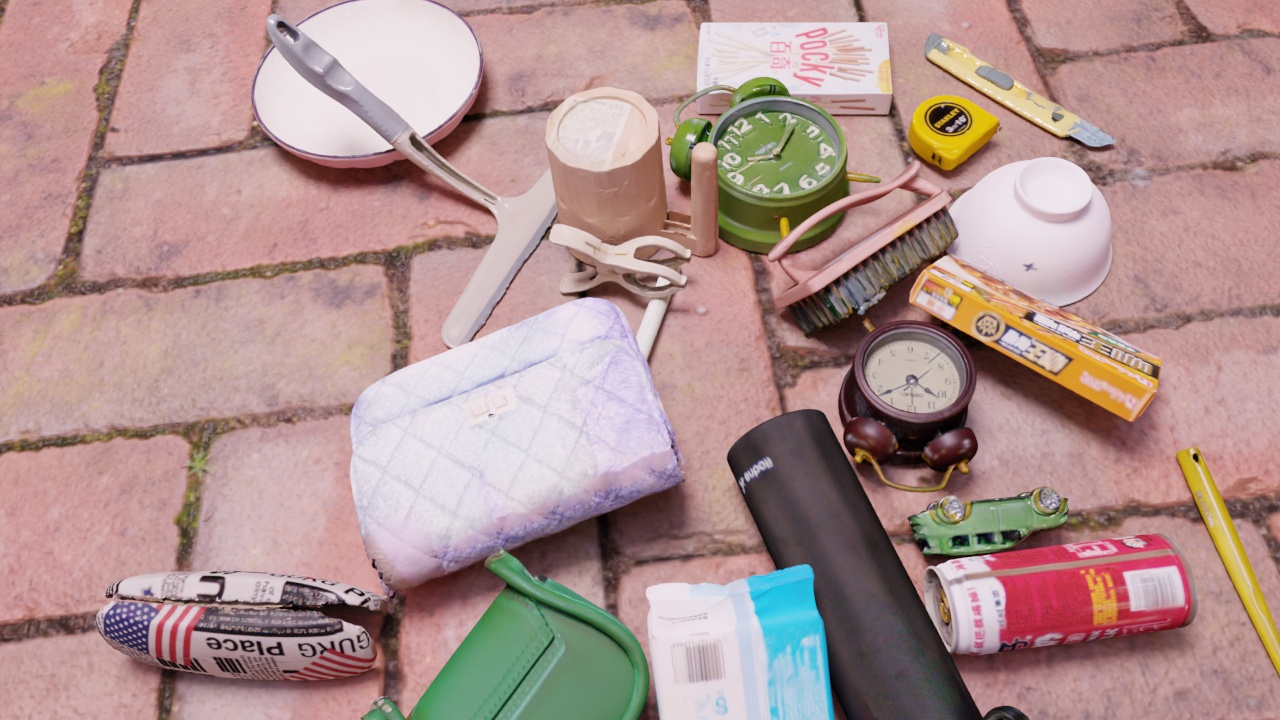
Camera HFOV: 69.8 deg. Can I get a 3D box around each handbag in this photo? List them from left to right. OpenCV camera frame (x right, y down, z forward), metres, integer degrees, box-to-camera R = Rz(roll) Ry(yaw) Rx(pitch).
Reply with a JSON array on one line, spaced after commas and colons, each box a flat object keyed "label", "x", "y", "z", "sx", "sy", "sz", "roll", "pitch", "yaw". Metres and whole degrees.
[{"label": "handbag", "x": -0.081, "y": 0.049, "z": 0.563, "sx": 0.194, "sy": 0.075, "sz": 0.134, "roll": -23, "pitch": 59, "yaw": 3}, {"label": "handbag", "x": -0.066, "y": 0.181, "z": 0.490, "sx": 0.120, "sy": 0.068, "sz": 0.131, "roll": 35, "pitch": 69, "yaw": 5}]

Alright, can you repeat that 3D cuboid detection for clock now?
[{"label": "clock", "x": 0.089, "y": -0.153, "z": 0.692, "sx": 0.116, "sy": 0.056, "sz": 0.161, "roll": -35, "pitch": 64, "yaw": -16}, {"label": "clock", "x": 0.169, "y": 0.030, "z": 0.580, "sx": 0.082, "sy": 0.055, "sz": 0.121, "roll": 5, "pitch": 58, "yaw": 7}]

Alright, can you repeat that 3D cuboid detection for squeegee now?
[{"label": "squeegee", "x": -0.174, "y": -0.167, "z": 0.690, "sx": 0.246, "sy": 0.039, "sz": 0.245, "roll": 36, "pitch": 64, "yaw": -14}]

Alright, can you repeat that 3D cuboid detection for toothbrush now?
[{"label": "toothbrush", "x": -0.004, "y": 0.004, "z": 0.631, "sx": 0.029, "sy": 0.020, "sz": 0.189, "roll": 17, "pitch": 61, "yaw": 6}, {"label": "toothbrush", "x": 0.354, "y": 0.136, "z": 0.526, "sx": 0.015, "sy": 0.017, "sz": 0.189, "roll": -7, "pitch": 60, "yaw": 0}]

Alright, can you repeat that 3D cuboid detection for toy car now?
[{"label": "toy car", "x": 0.207, "y": 0.096, "z": 0.546, "sx": 0.091, "sy": 0.043, "sz": 0.036, "roll": -11, "pitch": 74, "yaw": 7}]

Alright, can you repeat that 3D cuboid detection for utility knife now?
[{"label": "utility knife", "x": 0.299, "y": -0.216, "z": 0.740, "sx": 0.031, "sy": 0.019, "sz": 0.178, "roll": -43, "pitch": 70, "yaw": -12}]

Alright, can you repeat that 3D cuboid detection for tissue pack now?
[{"label": "tissue pack", "x": 0.054, "y": 0.182, "z": 0.477, "sx": 0.090, "sy": 0.063, "sz": 0.140, "roll": -7, "pitch": 87, "yaw": 0}]

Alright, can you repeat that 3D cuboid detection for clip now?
[{"label": "clip", "x": -0.013, "y": -0.070, "z": 0.648, "sx": 0.097, "sy": 0.060, "sz": 0.034, "roll": 7, "pitch": 56, "yaw": 9}]

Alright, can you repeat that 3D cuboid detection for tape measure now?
[{"label": "tape measure", "x": 0.237, "y": -0.176, "z": 0.710, "sx": 0.060, "sy": 0.029, "sz": 0.057, "roll": -38, "pitch": 65, "yaw": -17}]

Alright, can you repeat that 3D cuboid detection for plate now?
[{"label": "plate", "x": -0.224, "y": -0.229, "z": 0.770, "sx": 0.192, "sy": 0.039, "sz": 0.192, "roll": -2, "pitch": 60, "yaw": 3}]

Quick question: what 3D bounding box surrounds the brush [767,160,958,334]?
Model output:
[{"label": "brush", "x": 0.158, "y": -0.082, "z": 0.634, "sx": 0.145, "sy": 0.063, "sz": 0.073, "roll": -34, "pitch": 91, "yaw": -17}]

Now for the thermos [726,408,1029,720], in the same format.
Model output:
[{"label": "thermos", "x": 0.133, "y": 0.138, "z": 0.505, "sx": 0.068, "sy": 0.090, "sz": 0.242, "roll": 7, "pitch": 48, "yaw": -44}]

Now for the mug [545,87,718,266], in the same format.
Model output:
[{"label": "mug", "x": -0.004, "y": -0.125, "z": 0.655, "sx": 0.125, "sy": 0.104, "sz": 0.084, "roll": 15, "pitch": 62, "yaw": 13}]

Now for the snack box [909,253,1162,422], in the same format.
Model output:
[{"label": "snack box", "x": 0.256, "y": -0.019, "z": 0.596, "sx": 0.154, "sy": 0.026, "sz": 0.075, "roll": 32, "pitch": 29, "yaw": 19}]

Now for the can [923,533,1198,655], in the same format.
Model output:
[{"label": "can", "x": 0.233, "y": 0.132, "z": 0.517, "sx": 0.133, "sy": 0.053, "sz": 0.053, "roll": -8, "pitch": 60, "yaw": 0}]

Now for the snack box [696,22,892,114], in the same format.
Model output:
[{"label": "snack box", "x": 0.126, "y": -0.242, "z": 0.759, "sx": 0.157, "sy": 0.027, "sz": 0.084, "roll": 1, "pitch": 60, "yaw": 6}]

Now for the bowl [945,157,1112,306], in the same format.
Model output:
[{"label": "bowl", "x": 0.280, "y": -0.103, "z": 0.644, "sx": 0.118, "sy": 0.065, "sz": 0.118, "roll": -2, "pitch": 59, "yaw": 3}]

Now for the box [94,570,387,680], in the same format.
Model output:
[{"label": "box", "x": -0.233, "y": 0.160, "z": 0.530, "sx": 0.163, "sy": 0.075, "sz": 0.077, "roll": 4, "pitch": 66, "yaw": 4}]
